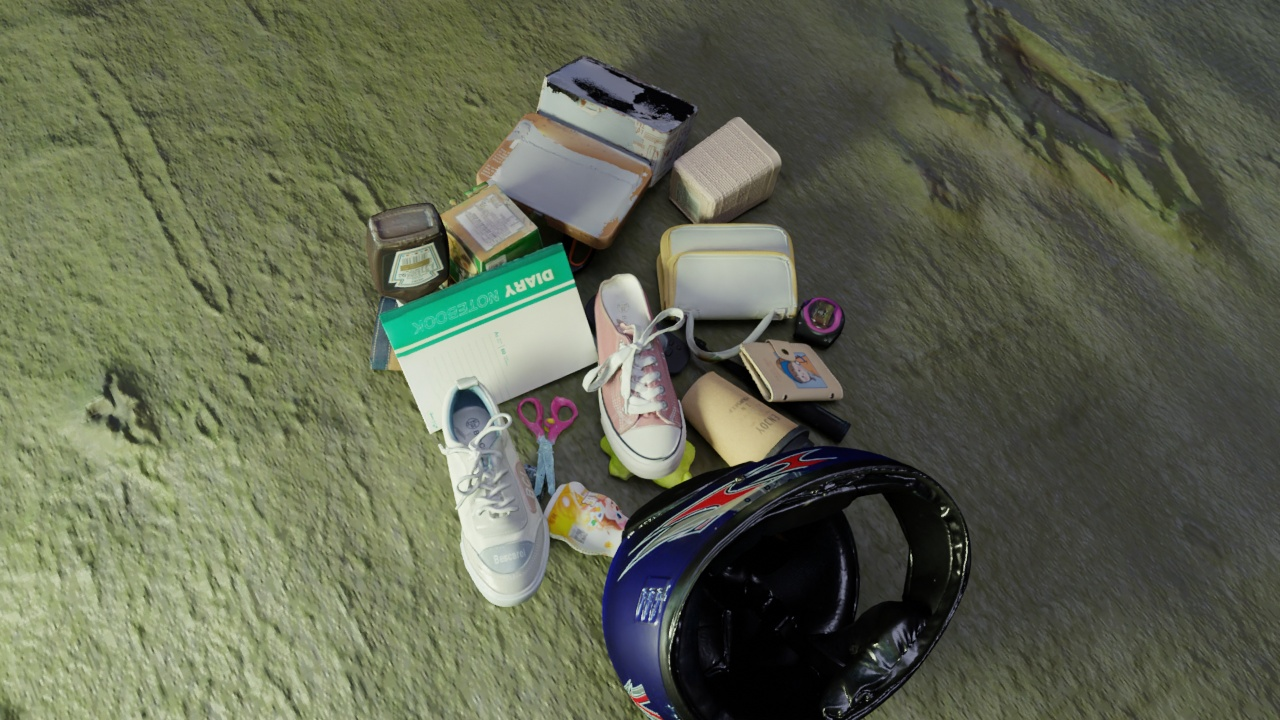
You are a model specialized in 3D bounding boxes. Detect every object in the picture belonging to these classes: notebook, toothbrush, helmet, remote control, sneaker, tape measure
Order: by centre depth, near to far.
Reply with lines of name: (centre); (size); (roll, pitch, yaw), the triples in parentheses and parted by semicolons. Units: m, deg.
helmet: (0.115, 0.204, 0.842); (0.315, 0.240, 0.247); (-33, 96, -9)
sneaker: (-0.146, 0.120, 0.912); (0.089, 0.091, 0.242); (-12, 56, -16)
sneaker: (-0.006, 0.006, 0.989); (0.118, 0.088, 0.240); (-9, 67, -4)
notebook: (-0.159, -0.024, 1.002); (0.209, 0.150, 0.012); (-24, 28, -13)
toothbrush: (0.144, 0.029, 1.062); (0.213, 0.026, 0.027); (32, 32, 13)
remote control: (-0.005, -0.029, 1.073); (0.136, 0.024, 0.053); (34, 64, 2)
tape measure: (0.215, -0.047, 1.098); (0.057, 0.039, 0.057); (21, 63, 5)

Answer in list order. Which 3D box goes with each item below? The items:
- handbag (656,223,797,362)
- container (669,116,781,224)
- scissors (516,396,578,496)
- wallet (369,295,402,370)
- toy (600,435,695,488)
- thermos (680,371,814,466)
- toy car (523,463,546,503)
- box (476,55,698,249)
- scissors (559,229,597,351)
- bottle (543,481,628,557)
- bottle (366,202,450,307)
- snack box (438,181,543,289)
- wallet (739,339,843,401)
handbag: (0.106, -0.080, 1.086); (0.163, 0.063, 0.178); (-1, 59, -5)
container: (0.101, -0.229, 1.154); (0.110, 0.090, 0.090); (-35, 72, -17)
scissors: (-0.111, 0.091, 0.996); (0.073, 0.017, 0.137); (11, 50, -3)
wallet: (-0.246, -0.028, 1.049); (0.115, 0.033, 0.090); (4, 66, -5)
toy: (0.011, 0.100, 1.009); (0.100, 0.031, 0.096); (-16, 64, -12)
thermos: (0.114, 0.078, 1.002); (0.092, 0.093, 0.143); (-40, 66, -22)
toy car: (-0.137, 0.163, 0.960); (0.054, 0.037, 0.120); (15, 55, 3)
box: (-0.059, -0.258, 1.115); (0.179, 0.111, 0.258); (27, 38, 8)
scissors: (-0.116, -0.088, 1.099); (0.234, 0.022, 0.220); (31, 69, 7)
bottle: (-0.044, 0.171, 0.949); (0.108, 0.063, 0.063); (26, 64, 7)
bottle: (-0.238, -0.090, 0.952); (0.079, 0.195, 0.044); (-17, 70, -17)
snack box: (-0.169, -0.123, 1.033); (0.118, 0.106, 0.117); (-37, 72, -22)
wallet: (0.170, 0.012, 1.049); (0.115, 0.024, 0.087); (-1, 52, -35)
